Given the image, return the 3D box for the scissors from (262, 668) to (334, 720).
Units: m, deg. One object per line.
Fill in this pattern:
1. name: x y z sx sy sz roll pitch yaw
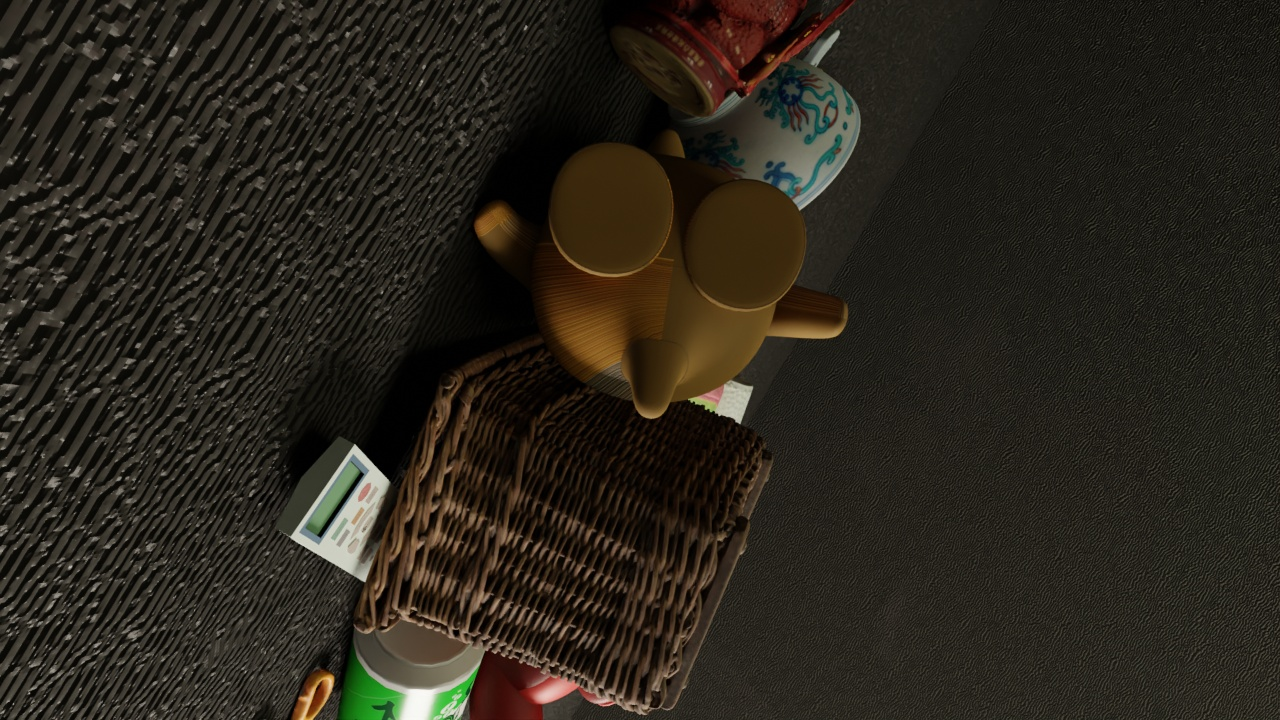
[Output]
1. scissors: -0.241 0.262 0.598 0.133 0.012 0.096 -65 166 18

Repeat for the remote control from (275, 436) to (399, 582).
1. remote control: -0.154 0.080 0.480 0.049 0.024 0.143 -59 170 -20

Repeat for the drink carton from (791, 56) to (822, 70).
1. drink carton: 0.109 -0.219 0.786 0.134 0.043 0.059 -45 159 -52

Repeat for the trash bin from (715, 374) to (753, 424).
1. trash bin: 0.054 0.081 1.097 0.161 0.133 0.133 -66 167 7

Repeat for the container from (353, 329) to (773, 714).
1. container: -0.024 0.091 0.587 0.249 0.183 0.162 -38 150 -74

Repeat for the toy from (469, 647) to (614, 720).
1. toy: -0.045 0.215 0.725 0.159 0.120 0.197 -39 169 17

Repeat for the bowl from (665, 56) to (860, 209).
1. bowl: 0.065 -0.159 0.615 0.074 0.144 0.143 45 71 -36

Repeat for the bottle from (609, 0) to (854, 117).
1. bottle: 0.049 -0.189 0.486 0.111 0.099 0.099 -54 168 -3

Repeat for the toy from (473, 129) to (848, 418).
1. toy: 0.005 -0.054 0.542 0.203 0.198 0.162 -172 -84 -83

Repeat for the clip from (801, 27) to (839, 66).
1. clip: 0.070 -0.192 0.707 0.028 0.127 0.167 -25 136 -71

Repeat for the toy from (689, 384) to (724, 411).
1. toy: 0.045 -0.004 0.949 0.192 0.097 0.236 54 53 -75

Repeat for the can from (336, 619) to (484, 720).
1. can: -0.161 0.220 0.640 0.087 0.088 0.140 -44 161 -51
